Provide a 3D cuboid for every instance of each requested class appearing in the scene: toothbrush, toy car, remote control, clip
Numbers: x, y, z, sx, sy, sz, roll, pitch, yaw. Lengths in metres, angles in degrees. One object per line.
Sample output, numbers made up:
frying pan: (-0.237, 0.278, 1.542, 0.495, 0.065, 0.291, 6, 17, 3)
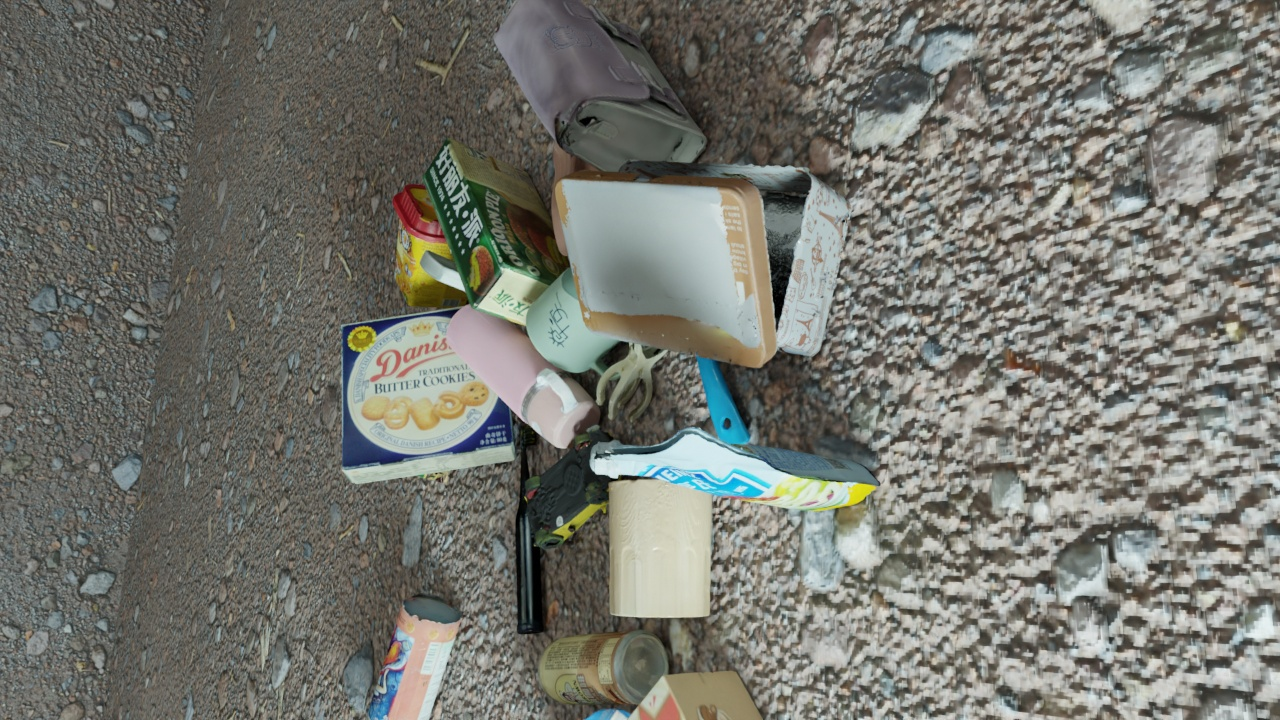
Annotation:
toothbrush: (-0.114, 0.168, 0.935, 0.027, 0.026, 0.212, -9, 68, 13)
toy car: (-0.062, 0.123, 0.866, 0.156, 0.041, 0.071, -45, 48, 36)
remote control: (-0.170, -0.080, 0.981, 0.056, 0.135, 0.019, 40, 104, 48)
clip: (0.003, 0.009, 0.834, 0.103, 0.076, 0.034, -56, 41, 10)

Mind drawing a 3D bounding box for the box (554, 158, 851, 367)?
box: (0.032, -0.077, 0.678, 0.182, 0.157, 0.148, 12, 89, 36)

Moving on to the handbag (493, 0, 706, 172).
handbag: (-0.040, -0.257, 0.862, 0.099, 0.144, 0.197, -54, 44, 31)

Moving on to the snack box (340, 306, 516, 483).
snack box: (-0.236, 0.033, 1.011, 0.046, 0.178, 0.182, 88, 172, -64)

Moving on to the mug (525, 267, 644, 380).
mug: (-0.037, -0.039, 0.859, 0.107, 0.082, 0.111, -39, 82, 37)

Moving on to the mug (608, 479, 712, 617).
mug: (0.010, 0.153, 0.749, 0.125, 0.084, 0.103, 142, 130, -70)

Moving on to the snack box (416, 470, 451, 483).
snack box: (-0.276, 0.074, 1.096, 0.118, 0.105, 0.117, 26, 100, 50)

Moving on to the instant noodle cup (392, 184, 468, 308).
instant noodle cup: (-0.245, -0.135, 1.120, 0.116, 0.115, 0.124, 53, 133, 44)

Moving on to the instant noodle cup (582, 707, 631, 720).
instant noodle cup: (-0.049, 0.342, 0.755, 0.110, 0.099, 0.099, -33, 55, 50)

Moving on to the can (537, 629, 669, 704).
can: (-0.033, 0.261, 0.778, 0.117, 0.058, 0.058, -22, 63, 46)

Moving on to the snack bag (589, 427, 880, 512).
snack bag: (0.062, 0.072, 0.605, 0.110, 0.190, 0.038, -4, 76, 51)

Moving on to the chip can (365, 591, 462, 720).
chip can: (-0.262, 0.373, 1.023, 0.071, 0.071, 0.215, 27, 100, 51)

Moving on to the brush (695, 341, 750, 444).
brush: (0.043, -0.042, 0.783, 0.083, 0.045, 0.254, -34, 60, 33)

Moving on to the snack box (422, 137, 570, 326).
snack box: (-0.148, -0.136, 0.985, 0.063, 0.114, 0.240, -49, 46, 24)

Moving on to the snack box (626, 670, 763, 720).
snack box: (0.040, 0.293, 0.664, 0.095, 0.077, 0.092, -57, 42, 24)

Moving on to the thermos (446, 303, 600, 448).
thermos: (-0.121, 0.008, 0.919, 0.067, 0.087, 0.198, -35, 50, -18)

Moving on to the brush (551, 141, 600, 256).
brush: (-0.054, -0.156, 0.910, 0.063, 0.073, 0.145, -35, 53, 42)
